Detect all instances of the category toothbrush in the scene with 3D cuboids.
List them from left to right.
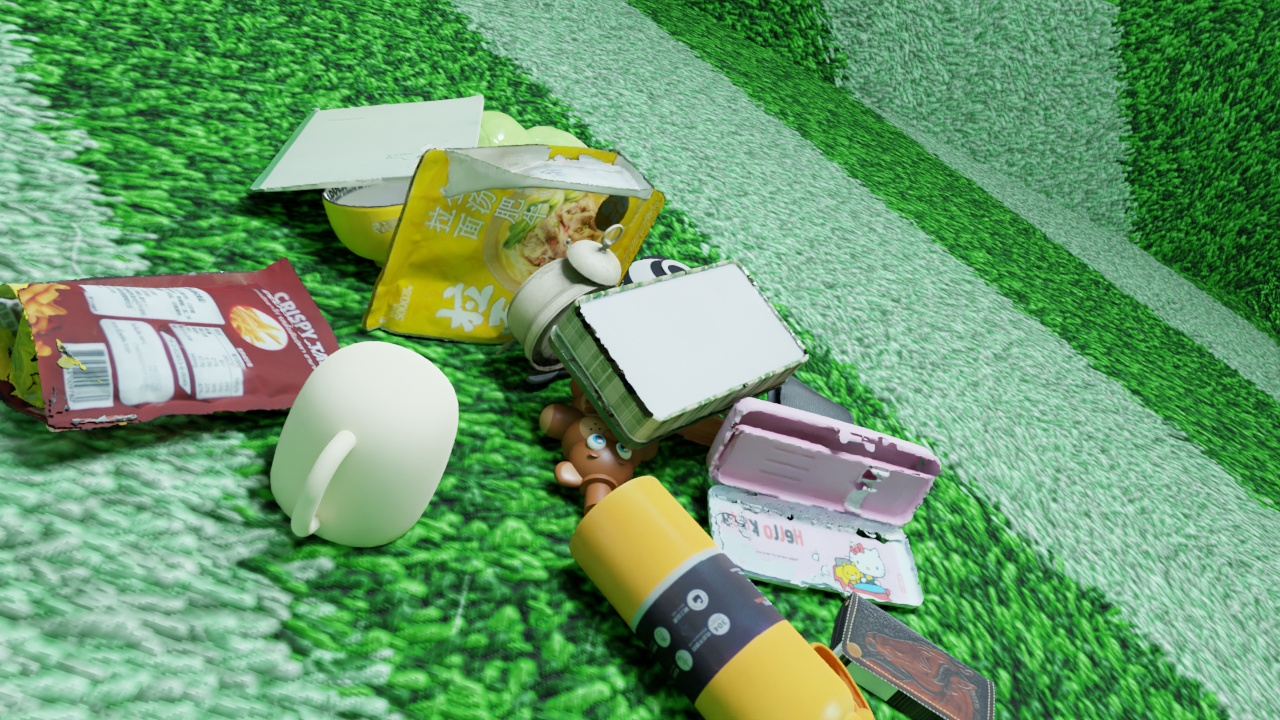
[{"bbox_3d":[-0.047,0.003,0.803,0.013,0.013,0.167,41,29,19],"label":"toothbrush"}]

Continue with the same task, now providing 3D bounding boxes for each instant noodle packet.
[{"bbox_3d":[-0.106,-0.092,0.743,0.221,0.163,0.084,-8,48,-47],"label":"instant noodle packet"}]

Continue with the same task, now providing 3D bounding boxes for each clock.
[{"bbox_3d":[-0.055,-0.055,0.726,0.054,0.141,0.092,48,32,21],"label":"clock"}]

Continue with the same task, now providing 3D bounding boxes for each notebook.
[{"bbox_3d":[-0.240,-0.206,0.854,0.182,0.010,0.252,-6,30,-3],"label":"notebook"}]

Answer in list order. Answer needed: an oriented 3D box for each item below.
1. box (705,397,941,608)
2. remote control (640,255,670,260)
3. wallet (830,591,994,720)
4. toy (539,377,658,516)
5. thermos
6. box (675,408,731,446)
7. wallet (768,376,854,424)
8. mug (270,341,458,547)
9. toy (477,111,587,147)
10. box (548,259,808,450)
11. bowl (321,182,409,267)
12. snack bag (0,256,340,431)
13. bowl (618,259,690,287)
[{"bbox_3d":[0.143,0.114,0.736,0.201,0.146,0.077,16,-8,-22],"label":"box"},{"bbox_3d":[0.059,-0.070,0.990,0.041,0.020,0.152,-11,42,-46],"label":"remote control"},{"bbox_3d":[0.197,0.226,0.666,0.123,0.019,0.072,32,33,4],"label":"wallet"},{"bbox_3d":[-0.028,0.060,0.681,0.095,0.065,0.127,16,36,-13],"label":"toy"},{"bbox_3d":[0.061,0.172,0.559,0.091,0.076,0.232,-35,62,-20],"label":"thermos"},{"bbox_3d":[0.106,0.072,0.786,0.187,0.083,0.041,22,56,-18],"label":"box"},{"bbox_3d":[0.168,0.062,0.891,0.089,0.026,0.114,28,29,-6],"label":"wallet"},{"bbox_3d":[-0.162,0.047,0.537,0.096,0.100,0.120,30,29,0],"label":"mug"},{"bbox_3d":[-0.115,-0.204,0.982,0.196,0.107,0.150,-1,40,-29],"label":"toy"},{"bbox_3d":[0.036,-0.010,0.718,0.205,0.051,0.117,-21,71,-45],"label":"box"},{"bbox_3d":[-0.203,-0.119,0.777,0.117,0.068,0.117,-3,29,1],"label":"bowl"},{"bbox_3d":[-0.278,-0.014,0.572,0.139,0.067,0.207,48,31,20],"label":"snack bag"},{"bbox_3d":[0.025,-0.061,0.913,0.120,0.066,0.120,22,30,-14],"label":"bowl"}]
